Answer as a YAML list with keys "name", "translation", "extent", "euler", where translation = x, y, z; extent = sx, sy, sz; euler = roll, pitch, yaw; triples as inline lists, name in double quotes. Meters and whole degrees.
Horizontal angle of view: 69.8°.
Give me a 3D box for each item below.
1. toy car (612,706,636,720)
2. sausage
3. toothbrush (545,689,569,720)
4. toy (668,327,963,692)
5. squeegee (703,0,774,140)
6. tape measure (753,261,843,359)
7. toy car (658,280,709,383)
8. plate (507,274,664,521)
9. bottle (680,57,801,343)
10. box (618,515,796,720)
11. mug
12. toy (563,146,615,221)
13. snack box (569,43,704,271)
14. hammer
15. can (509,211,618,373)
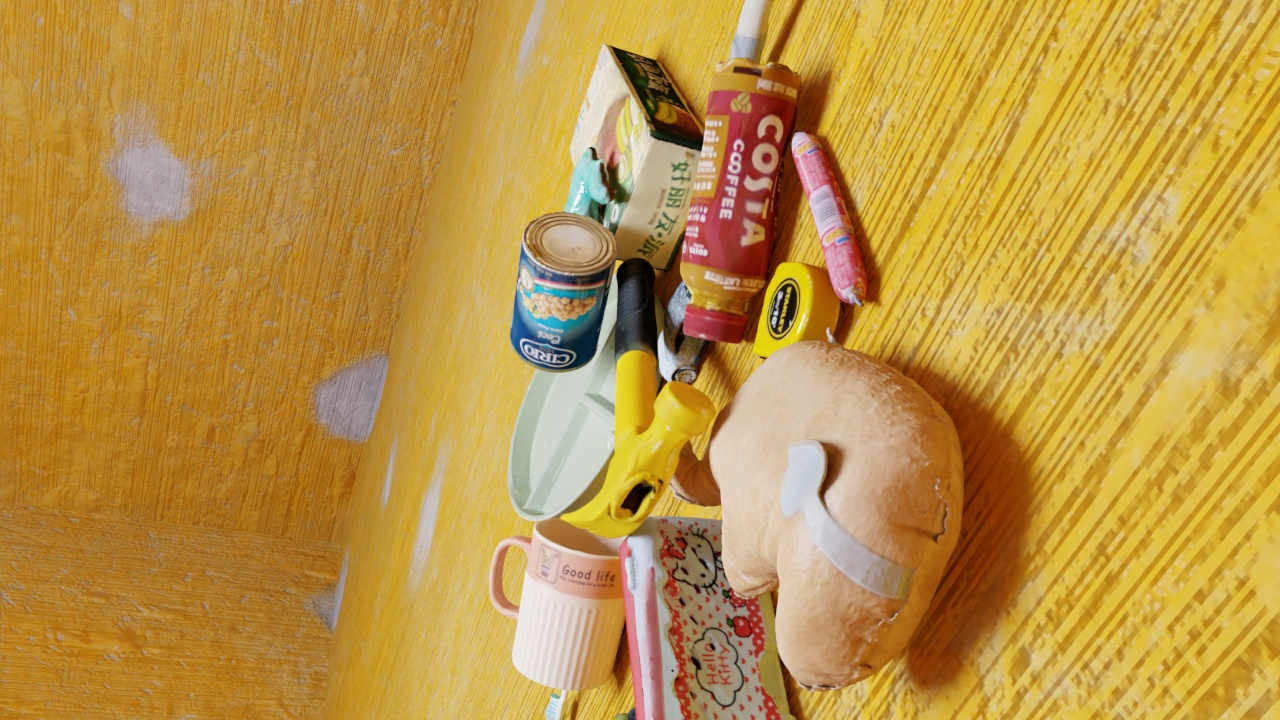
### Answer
- name: "toy car"
  translation: [0.009, 0.237, 0.580]
  extent: [0.091, 0.035, 0.042]
  euler: [124, 149, -41]
- name: "sausage"
  translation: [0.107, -0.086, 0.524]
  extent: [0.020, 0.020, 0.155]
  euler: [121, 153, -42]
- name: "toothbrush"
  translation: [-0.043, 0.195, 0.755]
  extent: [0.027, 0.026, 0.224]
  euler: [16, 96, 27]
- name: "toy"
  translation: [0.073, 0.054, 0.450]
  extent: [0.143, 0.082, 0.226]
  euler: [-63, 19, 4]
- name: "squeegee"
  translation: [0.086, -0.234, 0.634]
  extent: [0.246, 0.039, 0.247]
  euler: [-104, 32, -50]
- name: "tape measure"
  translation: [0.091, -0.026, 0.518]
  extent: [0.057, 0.029, 0.060]
  euler: [-163, 85, -71]
- name: "toy car"
  translation: [0.035, -0.028, 0.665]
  extent: [0.048, 0.031, 0.106]
  euler: [-102, 29, -51]
- name: "plate"
  translation: [-0.047, 0.032, 0.792]
  extent: [0.231, 0.027, 0.229]
  euler: [-44, 31, 35]
- name: "bottle"
  translation: [0.061, -0.099, 0.590]
  extent: [0.057, 0.057, 0.175]
  euler: [-156, 74, -69]
- name: "box"
  translation: [0.037, 0.168, 0.476]
  extent: [0.068, 0.090, 0.201]
  euler: [-43, 37, 32]
- name: "mug"
  translation: [-0.064, 0.180, 0.703]
  extent: [0.081, 0.115, 0.106]
  euler: [-6, -71, -71]
- name: "toy"
  translation: [-0.045, -0.127, 0.754]
  extent: [0.096, 0.030, 0.092]
  euler: [-132, 51, -59]
- name: "snack box"
  translation: [-0.007, -0.188, 0.819]
  extent: [0.239, 0.063, 0.115]
  euler: [-109, 36, -54]
- name: "hammer"
  translation: [-0.004, 0.004, 0.608]
  extent: [0.129, 0.033, 0.300]
  euler: [-57, 15, 25]
- name: "can"
  translation: [-0.063, -0.055, 0.734]
  extent: [0.111, 0.075, 0.075]
  euler: [105, 163, -45]
